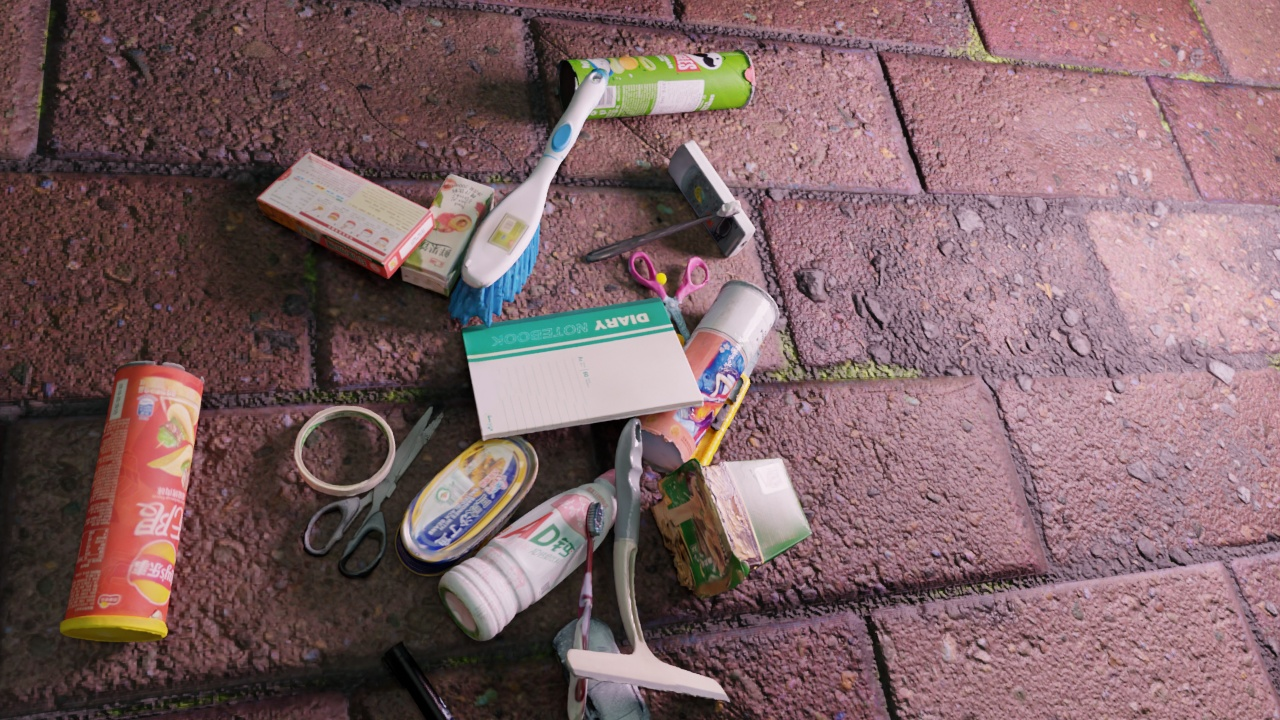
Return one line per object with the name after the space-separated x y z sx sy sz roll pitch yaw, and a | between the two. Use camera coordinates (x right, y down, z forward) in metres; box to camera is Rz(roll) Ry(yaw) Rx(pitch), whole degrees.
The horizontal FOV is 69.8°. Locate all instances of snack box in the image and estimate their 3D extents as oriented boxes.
-0.286 -0.144 0.893 0.156 0.027 0.076 27 61 14 | snack box
0.090 0.148 0.863 0.105 0.118 0.118 -13 73 -29 | snack box

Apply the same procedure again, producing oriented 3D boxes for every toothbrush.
-0.045 0.214 0.786 0.016 0.017 0.187 13 73 -28 | toothbrush
0.026 -0.141 1.000 0.181 0.018 0.015 -20 80 -3 | toothbrush

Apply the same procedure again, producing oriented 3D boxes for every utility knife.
0.085 0.049 0.963 0.033 0.015 0.196 32 60 -2 | utility knife

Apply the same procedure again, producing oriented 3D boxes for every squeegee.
-0.007 0.166 0.808 0.246 0.039 0.246 34 43 -51 | squeegee

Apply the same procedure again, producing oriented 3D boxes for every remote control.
0.079 -0.185 1.049 0.019 0.056 0.135 -27 77 -27 | remote control

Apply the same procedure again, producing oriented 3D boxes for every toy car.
-0.033 0.283 0.801 0.054 0.037 0.120 -20 70 -25 | toy car

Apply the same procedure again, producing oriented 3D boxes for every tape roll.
-0.264 0.080 0.821 0.085 0.014 0.085 7 55 -10 | tape roll

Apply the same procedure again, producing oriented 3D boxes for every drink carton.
-0.195 -0.127 0.931 0.053 0.046 0.122 19 59 1 | drink carton

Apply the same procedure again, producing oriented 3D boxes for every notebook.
-0.060 0.004 0.889 0.209 0.012 0.150 -9 47 -12 | notebook

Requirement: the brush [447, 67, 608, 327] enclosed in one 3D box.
-0.107 -0.175 0.952 0.060 0.110 0.313 25 55 2 | brush

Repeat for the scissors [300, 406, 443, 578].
-0.224 0.118 0.828 0.173 0.014 0.140 -19 72 -29 | scissors

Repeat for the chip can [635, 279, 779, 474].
0.064 0.014 0.939 0.071 0.071 0.214 36 60 0 | chip can

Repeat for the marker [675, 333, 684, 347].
-0.006 0.006 0.951 0.123 0.015 0.018 -30 87 -23 | marker

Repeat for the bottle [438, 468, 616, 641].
-0.084 0.166 0.822 0.196 0.068 0.068 -34 80 -33 | bottle

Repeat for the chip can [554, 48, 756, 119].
0.019 -0.326 1.086 0.235 0.072 0.072 -11 70 -23 | chip can

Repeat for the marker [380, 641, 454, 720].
-0.170 0.293 0.757 0.022 0.020 0.132 -36 80 -12 | marker

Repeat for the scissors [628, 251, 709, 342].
0.039 -0.066 1.003 0.123 0.017 0.133 -21 79 -26 | scissors

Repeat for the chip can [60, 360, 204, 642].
-0.402 0.110 0.733 0.073 0.073 0.216 4 65 -18 | chip can

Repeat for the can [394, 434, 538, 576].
-0.155 0.127 0.824 0.074 0.049 0.147 44 60 4 | can
